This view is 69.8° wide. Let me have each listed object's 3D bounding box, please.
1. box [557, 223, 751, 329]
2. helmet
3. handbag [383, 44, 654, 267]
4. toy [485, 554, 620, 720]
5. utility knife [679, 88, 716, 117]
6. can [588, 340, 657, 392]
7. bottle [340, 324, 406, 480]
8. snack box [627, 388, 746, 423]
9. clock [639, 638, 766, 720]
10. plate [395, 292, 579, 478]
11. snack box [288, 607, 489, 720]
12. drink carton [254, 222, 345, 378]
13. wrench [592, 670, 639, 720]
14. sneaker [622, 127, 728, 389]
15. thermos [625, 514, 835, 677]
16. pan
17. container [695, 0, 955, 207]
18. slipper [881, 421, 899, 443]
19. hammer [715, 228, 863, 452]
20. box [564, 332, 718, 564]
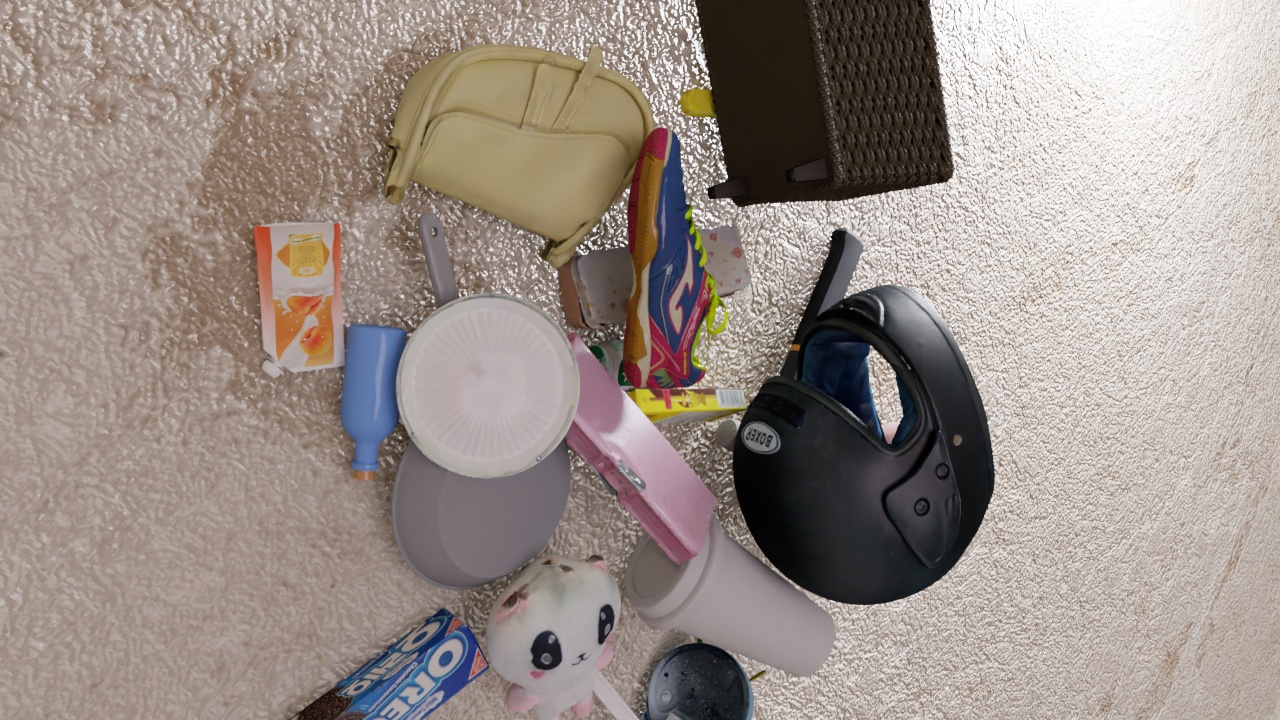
[{"bbox_3d":[0.017,-0.087,0.950,0.215,0.063,0.081,-17,102,-36],"label":"box"},{"bbox_3d":[0.214,0.103,0.957,0.235,0.249,0.316,-22,108,-20],"label":"helmet"},{"bbox_3d":[-0.103,-0.195,0.820,0.232,0.089,0.191,17,89,-38],"label":"handbag"},{"bbox_3d":[-0.081,0.271,0.872,0.138,0.101,0.180,-18,111,-32],"label":"toy"},{"bbox_3d":[0.131,-0.282,1.026,0.212,0.020,0.029,-7,100,-35],"label":"utility knife"},{"bbox_3d":[-0.006,0.005,0.939,0.101,0.053,0.053,-2,97,-37],"label":"can"},{"bbox_3d":[-0.228,0.036,0.777,0.048,0.048,0.131,4,94,-38],"label":"bottle"},{"bbox_3d":[0.038,0.049,0.972,0.148,0.061,0.025,1,74,-37],"label":"snack box"},{"bbox_3d":[0.060,0.388,1.003,0.162,0.118,0.060,-57,147,-11],"label":"clock"},{"bbox_3d":[-0.127,0.021,0.777,0.156,0.014,0.157,-1,92,-21],"label":"plate"},{"bbox_3d":[-0.243,0.309,0.798,0.225,0.060,0.059,-32,110,-30],"label":"snack box"},{"bbox_3d":[-0.275,-0.049,0.744,0.069,0.039,0.122,-9,108,-37],"label":"drink carton"},{"bbox_3d":[-0.039,0.334,0.936,0.047,0.009,0.273,-40,101,-16],"label":"wrench"},{"bbox_3d":[0.034,-0.092,0.857,0.091,0.116,0.242,0,107,-10],"label":"sneaker"},{"bbox_3d":[0.104,0.259,0.986,0.221,0.132,0.131,34,75,-23],"label":"thermos"},{"bbox_3d":[-0.145,0.045,0.819,0.200,0.051,0.357,-27,120,-42],"label":"pan"},{"bbox_3d":[0.163,-0.316,0.933,0.204,0.177,0.321,-17,101,-32],"label":"container"},{"bbox_3d":[0.256,0.138,1.141,0.197,0.081,0.093,-28,96,-7],"label":"slipper"},{"bbox_3d":[0.196,-0.017,1.104,0.139,0.035,0.312,31,77,-38],"label":"hammer"},{"bbox_3d":[-0.014,0.084,0.873,0.233,0.037,0.098,49,33,-15],"label":"box"}]
